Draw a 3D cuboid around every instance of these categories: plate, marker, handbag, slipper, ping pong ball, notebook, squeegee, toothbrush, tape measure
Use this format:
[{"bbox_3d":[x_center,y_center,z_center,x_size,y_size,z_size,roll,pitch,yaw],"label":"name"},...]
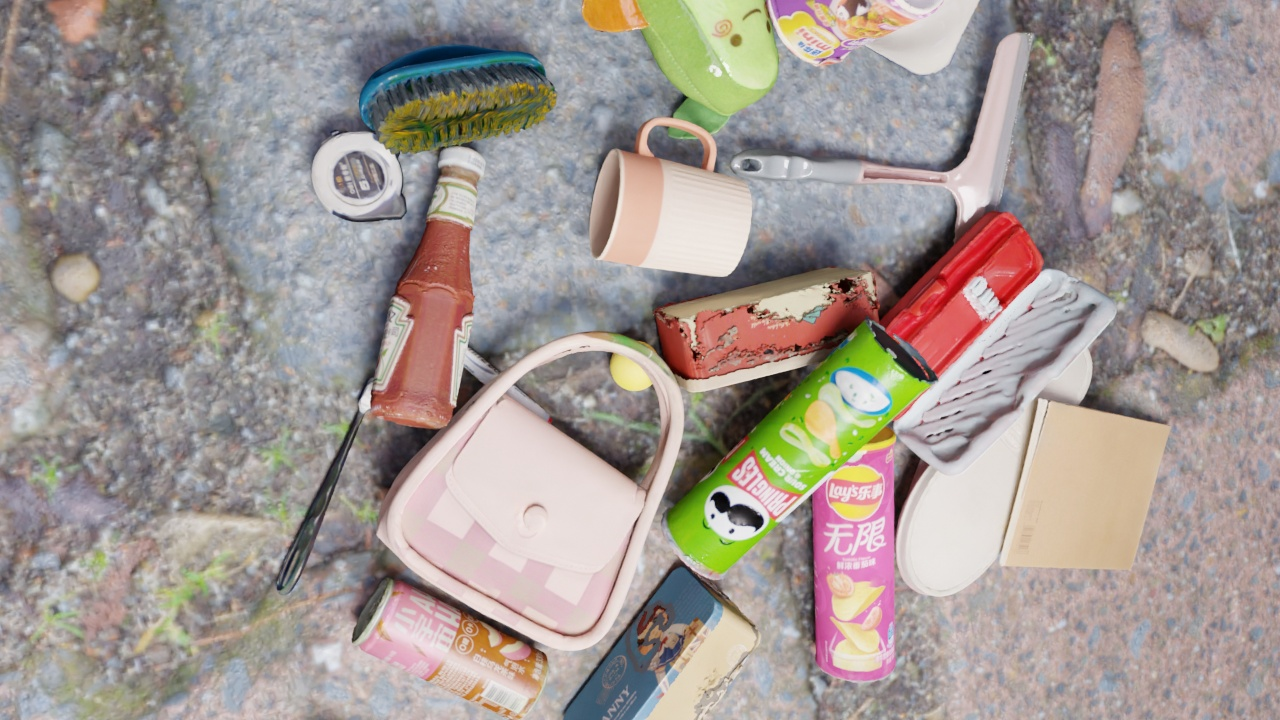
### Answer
[{"bbox_3d":[0.209,-0.333,0.754,0.163,0.034,0.164,26,90,-16],"label":"plate"},{"bbox_3d":[-0.126,0.005,0.715,0.145,0.017,0.017,42,85,-16],"label":"marker"},{"bbox_3d":[-0.063,0.085,0.699,0.193,0.093,0.234,36,89,-17],"label":"handbag"},{"bbox_3d":[0.308,0.084,0.820,0.114,0.054,0.274,36,82,-18],"label":"slipper"},{"bbox_3d":[-0.004,0.004,0.735,0.040,0.040,0.040,-2,97,-15],"label":"ping pong ball"},{"bbox_3d":[0.413,0.120,0.843,0.211,0.012,0.149,10,95,-34],"label":"notebook"},{"bbox_3d":[0.187,-0.157,0.766,0.249,0.040,0.248,1,109,-16],"label":"squeegee"},{"bbox_3d":[-0.237,0.096,0.697,0.015,0.018,0.181,24,92,-19],"label":"toothbrush"},{"bbox_3d":[-0.205,-0.134,0.668,0.066,0.033,0.066,-4,96,-17],"label":"tape measure"}]

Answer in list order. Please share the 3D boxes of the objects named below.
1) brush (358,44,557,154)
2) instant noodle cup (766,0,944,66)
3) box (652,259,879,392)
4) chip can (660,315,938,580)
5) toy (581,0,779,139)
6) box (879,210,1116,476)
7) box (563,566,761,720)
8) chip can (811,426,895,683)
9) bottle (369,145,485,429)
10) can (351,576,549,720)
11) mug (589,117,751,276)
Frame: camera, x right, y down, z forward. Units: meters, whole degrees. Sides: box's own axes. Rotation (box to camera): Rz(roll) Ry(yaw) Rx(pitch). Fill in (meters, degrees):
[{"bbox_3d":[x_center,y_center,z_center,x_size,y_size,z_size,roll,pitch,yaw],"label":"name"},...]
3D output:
[{"bbox_3d":[-0.134,-0.196,0.661,0.143,0.055,0.073,-19,63,-28],"label":"brush"},{"bbox_3d":[0.162,-0.281,0.664,0.111,0.099,0.111,-3,95,-37],"label":"instant noodle cup"},{"bbox_3d":[0.100,-0.035,0.732,0.168,0.091,0.076,-14,103,-13],"label":"box"},{"bbox_3d":[0.118,0.071,0.712,0.072,0.072,0.236,37,112,-16],"label":"chip can"},{"bbox_3d":[0.039,-0.297,0.682,0.226,0.090,0.247,-30,106,-25],"label":"toy"},{"bbox_3d":[0.281,-0.014,0.766,0.201,0.098,0.119,-46,117,3],"label":"box"},{"bbox_3d":[0.012,0.264,0.746,0.060,0.090,0.184,41,84,-22],"label":"box"},{"bbox_3d":[0.182,0.162,0.780,0.071,0.071,0.210,-7,103,-14],"label":"chip can"},{"bbox_3d":[-0.148,-0.055,0.668,0.059,0.060,0.206,12,80,-16],"label":"bottle"},{"bbox_3d":[-0.146,0.226,0.715,0.147,0.058,0.058,32,88,-16],"label":"can"},{"bbox_3d":[0.024,-0.126,0.705,0.105,0.082,0.114,8,96,-18],"label":"mug"}]
